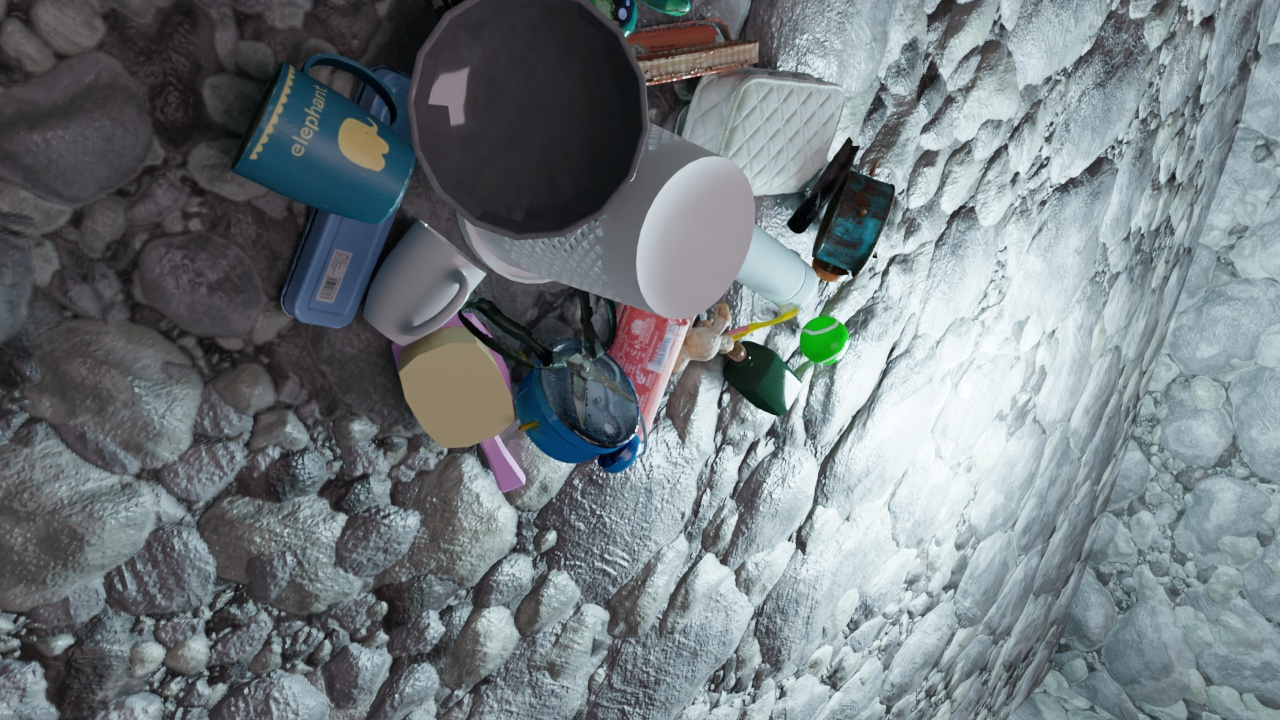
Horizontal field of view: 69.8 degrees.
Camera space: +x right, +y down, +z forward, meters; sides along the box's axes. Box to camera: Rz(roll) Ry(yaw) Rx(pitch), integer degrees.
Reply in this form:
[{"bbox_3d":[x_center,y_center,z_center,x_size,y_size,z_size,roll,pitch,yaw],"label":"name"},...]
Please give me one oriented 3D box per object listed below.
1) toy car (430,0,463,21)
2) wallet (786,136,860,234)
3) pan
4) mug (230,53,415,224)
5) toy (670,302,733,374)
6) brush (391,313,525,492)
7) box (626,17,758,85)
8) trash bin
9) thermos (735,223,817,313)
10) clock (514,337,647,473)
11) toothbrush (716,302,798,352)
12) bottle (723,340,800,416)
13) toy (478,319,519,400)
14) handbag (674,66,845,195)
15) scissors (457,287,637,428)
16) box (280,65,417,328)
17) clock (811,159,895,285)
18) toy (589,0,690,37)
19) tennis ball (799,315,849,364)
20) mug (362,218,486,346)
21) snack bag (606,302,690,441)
[{"bbox_3d":[-0.136,-0.262,0.706,0.040,0.037,0.092,-27,104,-32],"label":"toy car"},{"bbox_3d":[0.216,-0.203,1.079,0.089,0.026,0.115,-55,178,-13],"label":"wallet"},{"bbox_3d":[-0.103,-0.263,0.653,0.041,0.179,0.357,-56,131,-73],"label":"pan"},{"bbox_3d":[-0.213,-0.158,0.644,0.104,0.085,0.112,26,68,-30],"label":"mug"},{"bbox_3d":[0.056,-0.021,1.043,0.105,0.074,0.085,-43,150,-14],"label":"toy"},{"bbox_3d":[-0.153,0.056,0.853,0.089,0.043,0.229,-21,131,-3],"label":"brush"},{"bbox_3d":[0.030,-0.285,0.853,0.186,0.085,0.048,-24,134,-38],"label":"box"},{"bbox_3d":[-0.021,-0.131,0.784,0.195,0.200,0.196,-24,128,-36],"label":"trash bin"},{"bbox_3d":[0.137,-0.115,1.063,0.206,0.065,0.077,23,66,-50],"label":"thermos"},{"bbox_3d":[-0.048,0.048,0.883,0.161,0.116,0.060,26,133,-35],"label":"clock"},{"bbox_3d":[0.124,-0.034,1.093,0.135,0.016,0.021,-26,150,10],"label":"toothbrush"},{"bbox_3d":[0.146,0.015,1.150,0.061,0.061,0.131,-58,140,-7],"label":"bottle"},{"bbox_3d":[-0.146,0.005,0.865,0.049,0.030,0.112,-27,136,0],"label":"toy"},{"bbox_3d":[0.124,-0.241,0.974,0.194,0.072,0.139,-11,128,-43],"label":"handbag"},{"bbox_3d":[-0.080,-0.029,0.849,0.202,0.201,0.015,31,126,-30],"label":"scissors"},{"bbox_3d":[-0.222,-0.126,0.721,0.065,0.037,0.209,13,104,-56],"label":"box"},{"bbox_3d":[0.259,-0.156,1.127,0.158,0.073,0.121,110,2,-54],"label":"clock"},{"bbox_3d":[-0.023,-0.325,0.777,0.130,0.072,0.193,44,72,-10],"label":"toy"},{"bbox_3d":[0.246,-0.027,1.228,0.065,0.065,0.065,-24,128,-36],"label":"tennis ball"},{"bbox_3d":[-0.175,-0.052,0.744,0.089,0.107,0.071,-50,129,1],"label":"mug"},{"bbox_3d":[-0.006,0.006,0.979,0.082,0.082,0.176,8,106,-48],"label":"snack bag"}]
